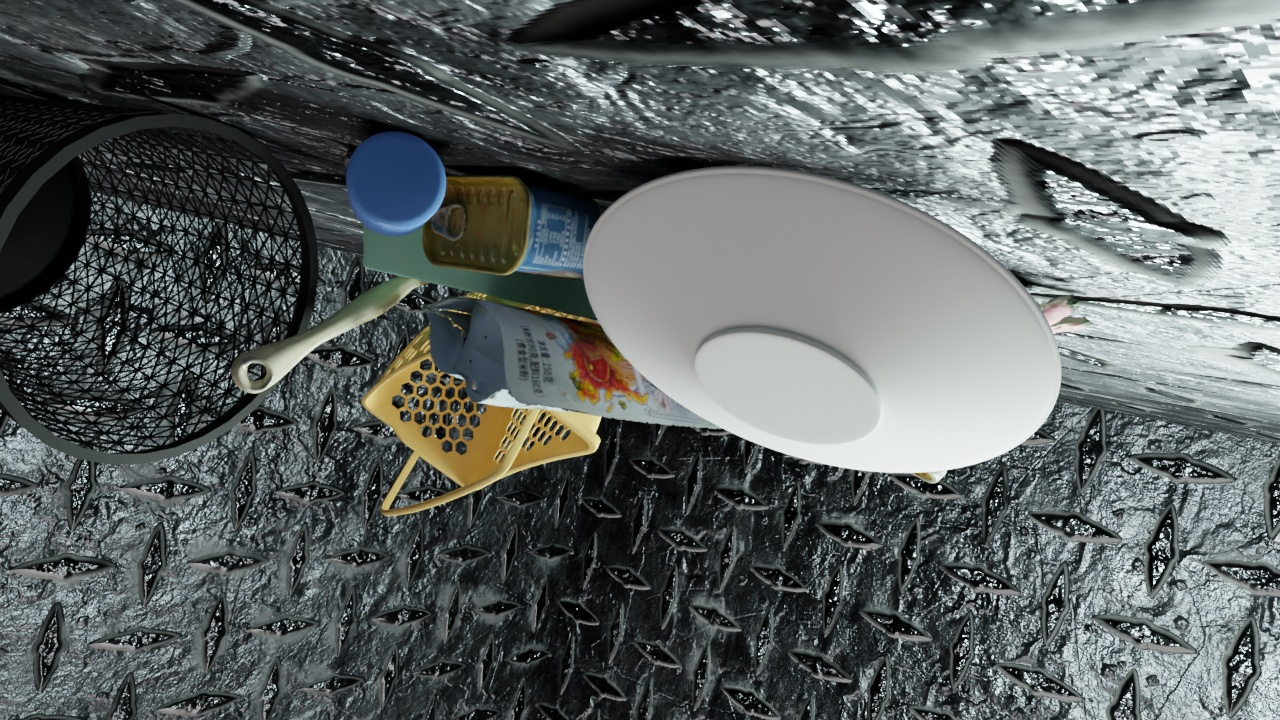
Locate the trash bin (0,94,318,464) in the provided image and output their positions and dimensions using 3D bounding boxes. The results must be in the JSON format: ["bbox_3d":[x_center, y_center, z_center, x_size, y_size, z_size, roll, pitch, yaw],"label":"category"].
[{"bbox_3d":[-0.385,-0.076,0.611,0.243,0.217,0.216,20,-175,26],"label":"trash bin"}]

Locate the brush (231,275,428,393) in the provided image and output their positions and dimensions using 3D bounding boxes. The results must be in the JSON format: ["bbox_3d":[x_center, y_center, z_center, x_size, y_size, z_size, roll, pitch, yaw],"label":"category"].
[{"bbox_3d":[-0.191,-0.047,0.686,0.078,0.062,0.271,-17,-164,40],"label":"brush"}]

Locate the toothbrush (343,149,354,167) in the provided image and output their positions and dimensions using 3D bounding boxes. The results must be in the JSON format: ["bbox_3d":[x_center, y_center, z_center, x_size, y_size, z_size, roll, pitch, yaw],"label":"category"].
[{"bbox_3d":[-0.194,-0.126,0.622,0.017,0.014,0.188,26,176,-20],"label":"toothbrush"}]

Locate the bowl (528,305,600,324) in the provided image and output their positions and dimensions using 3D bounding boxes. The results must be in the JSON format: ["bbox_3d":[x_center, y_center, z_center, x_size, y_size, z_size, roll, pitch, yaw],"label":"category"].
[{"bbox_3d":[-0.058,-0.064,0.786,0.132,0.064,0.132,-12,174,-2],"label":"bowl"}]

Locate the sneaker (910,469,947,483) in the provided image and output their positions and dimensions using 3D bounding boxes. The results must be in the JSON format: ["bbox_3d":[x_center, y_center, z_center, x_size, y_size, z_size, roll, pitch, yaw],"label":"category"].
[{"bbox_3d":[0.154,-0.008,0.694,0.235,0.079,0.087,39,175,-5],"label":"sneaker"}]

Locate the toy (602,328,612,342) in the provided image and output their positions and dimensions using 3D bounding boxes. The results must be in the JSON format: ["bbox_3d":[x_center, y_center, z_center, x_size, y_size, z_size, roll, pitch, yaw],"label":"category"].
[{"bbox_3d":[0.081,-0.024,0.511,0.209,0.085,0.138,19,155,9],"label":"toy"}]

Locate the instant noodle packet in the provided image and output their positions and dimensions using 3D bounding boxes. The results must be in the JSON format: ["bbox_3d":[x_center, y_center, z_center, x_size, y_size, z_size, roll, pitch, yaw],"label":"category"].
[{"bbox_3d":[-0.004,0.004,0.611,0.268,0.057,0.147,6,-157,-43],"label":"instant noodle packet"}]

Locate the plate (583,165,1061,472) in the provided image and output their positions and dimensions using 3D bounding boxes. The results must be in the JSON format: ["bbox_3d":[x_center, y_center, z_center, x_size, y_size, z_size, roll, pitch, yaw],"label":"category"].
[{"bbox_3d":[0.073,0.003,0.436,0.229,0.030,0.230,19,151,11],"label":"plate"}]

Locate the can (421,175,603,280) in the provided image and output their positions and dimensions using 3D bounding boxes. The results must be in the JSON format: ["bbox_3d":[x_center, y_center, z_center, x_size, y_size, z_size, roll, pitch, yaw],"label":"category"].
[{"bbox_3d":[-0.075,-0.076,0.534,0.100,0.054,0.058,12,-172,44],"label":"can"}]

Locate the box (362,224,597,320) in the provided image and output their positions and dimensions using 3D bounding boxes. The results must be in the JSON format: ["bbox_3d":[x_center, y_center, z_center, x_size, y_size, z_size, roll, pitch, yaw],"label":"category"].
[{"bbox_3d":[-0.094,-0.079,0.637,0.189,0.077,0.079,12,-162,21],"label":"box"}]

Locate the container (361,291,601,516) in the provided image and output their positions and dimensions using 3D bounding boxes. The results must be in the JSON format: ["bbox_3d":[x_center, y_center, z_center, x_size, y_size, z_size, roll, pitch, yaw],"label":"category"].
[{"bbox_3d":[-0.125,0.037,0.691,0.129,0.166,0.184,41,142,-23],"label":"container"}]

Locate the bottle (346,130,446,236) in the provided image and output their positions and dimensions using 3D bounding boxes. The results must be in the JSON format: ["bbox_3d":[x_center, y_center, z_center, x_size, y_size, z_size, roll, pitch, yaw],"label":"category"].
[{"bbox_3d":[-0.137,-0.093,0.508,0.048,0.048,0.131,12,-179,-17],"label":"bottle"}]

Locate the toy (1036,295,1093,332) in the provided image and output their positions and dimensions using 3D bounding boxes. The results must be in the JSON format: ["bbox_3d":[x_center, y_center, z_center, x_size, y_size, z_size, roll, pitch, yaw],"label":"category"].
[{"bbox_3d":[0.198,-0.025,0.529,0.112,0.050,0.087,7,178,28],"label":"toy"}]
